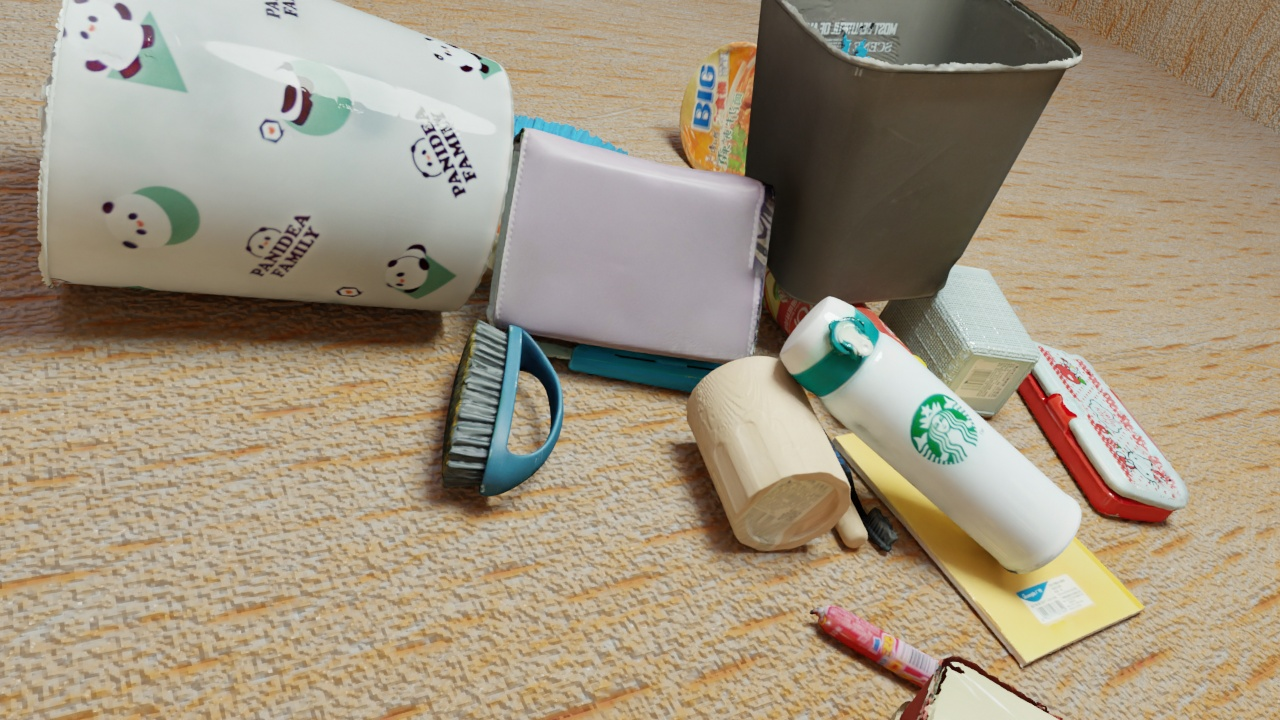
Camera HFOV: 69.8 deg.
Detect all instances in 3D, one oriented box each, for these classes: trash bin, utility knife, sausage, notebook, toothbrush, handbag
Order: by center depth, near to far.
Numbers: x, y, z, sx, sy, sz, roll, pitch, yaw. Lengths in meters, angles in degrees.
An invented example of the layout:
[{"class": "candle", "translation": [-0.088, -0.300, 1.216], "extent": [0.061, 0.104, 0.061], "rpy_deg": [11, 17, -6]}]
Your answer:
[{"class": "sausage", "translation": [0.172, 0.186, 0.546], "extent": [0.156, 0.020, 0.020], "rpy_deg": [27, 36, 8]}, {"class": "trash bin", "translation": [-0.233, -0.139, 0.610], "extent": [0.251, 0.230, 0.229], "rpy_deg": [8, 37, -26]}, {"class": "notebook", "translation": [0.255, 0.120, 0.682], "extent": [0.145, 0.010, 0.206], "rpy_deg": [-7, 44, -33]}, {"class": "handbag", "translation": [-0.009, -0.081, 0.688], "extent": [0.197, 0.145, 0.098], "rpy_deg": [9, 9, -13]}, {"class": "toothbrush", "translation": [0.145, 0.068, 0.692], "extent": [0.014, 0.016, 0.189], "rpy_deg": [8, 36, -26]}, {"class": "utility knife", "translation": [-0.004, 0.004, 0.699], "extent": [0.185, 0.018, 0.034], "rpy_deg": [9, 38, -14]}, {"class": "trash bin", "translation": [0.185, -0.178, 0.730], "extent": [0.199, 0.220, 0.198], "rpy_deg": [-6, 44, -15]}]

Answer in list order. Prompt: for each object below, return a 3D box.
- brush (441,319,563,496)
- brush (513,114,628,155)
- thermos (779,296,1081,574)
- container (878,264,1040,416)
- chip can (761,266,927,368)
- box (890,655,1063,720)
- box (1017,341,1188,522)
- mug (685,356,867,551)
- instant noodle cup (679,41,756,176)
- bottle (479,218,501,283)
[{"class": "brush", "translation": [-0.086, 0.030, 0.591], "extent": [0.073, 0.055, 0.143], "rpy_deg": [12, 36, -10]}, {"class": "brush", "translation": [-0.028, -0.156, 0.829], "extent": [0.315, 0.061, 0.109], "rpy_deg": [15, 41, 14]}, {"class": "thermos", "translation": [0.190, 0.047, 0.611], "extent": [0.224, 0.073, 0.073], "rpy_deg": [41, 35, -7]}, {"class": "container", "translation": [0.279, -0.016, 0.808], "extent": [0.090, 0.090, 0.111], "rpy_deg": [6, 41, -20]}, {"class": "chip can", "translation": [0.155, -0.041, 0.792], "extent": [0.073, 0.073, 0.216], "rpy_deg": [-2, 41, -29]}, {"class": "box", "translation": [0.210, 0.229, 0.459], "extent": [0.168, 0.077, 0.091], "rpy_deg": [30, 36, 13]}, {"class": "box", "translation": [0.400, 0.054, 0.810], "extent": [0.086, 0.048, 0.200], "rpy_deg": [10, 36, -15]}, {"class": "mug", "translation": [0.098, 0.070, 0.623], "extent": [0.124, 0.084, 0.103], "rpy_deg": [30, 28, -36]}, {"class": "instant noodle cup", "translation": [0.135, -0.268, 1.023], "extent": [0.111, 0.152, 0.151], "rpy_deg": [-4, 42, -43]}, {"class": "bottle", "translation": [-0.138, -0.119, 0.761], "extent": [0.066, 0.067, 0.149], "rpy_deg": [5, 46, -22]}]
